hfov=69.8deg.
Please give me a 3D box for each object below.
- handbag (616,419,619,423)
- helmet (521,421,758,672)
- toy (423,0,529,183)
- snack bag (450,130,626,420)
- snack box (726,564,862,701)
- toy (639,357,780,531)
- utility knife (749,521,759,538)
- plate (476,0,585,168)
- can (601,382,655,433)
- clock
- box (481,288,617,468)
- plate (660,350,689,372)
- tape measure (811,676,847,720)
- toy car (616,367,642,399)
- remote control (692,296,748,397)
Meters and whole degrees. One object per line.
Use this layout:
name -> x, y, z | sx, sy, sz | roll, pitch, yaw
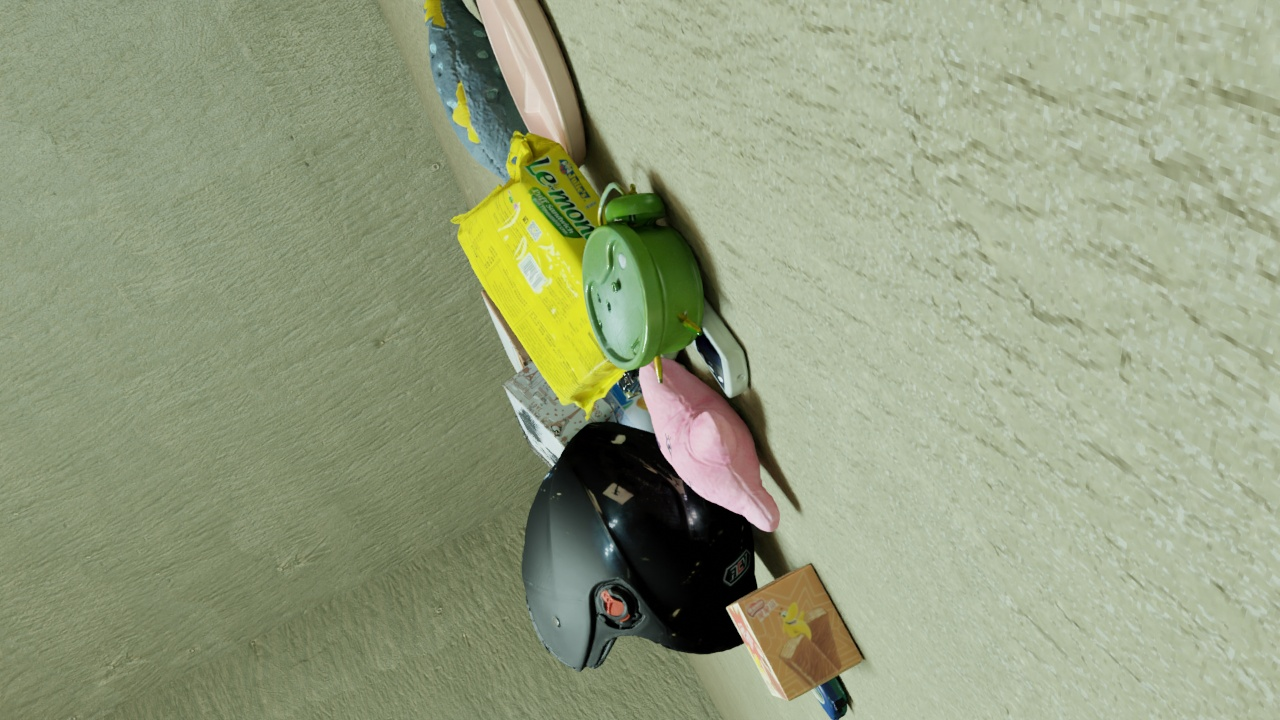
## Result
handbag -> 0.008, 0.105, 1.210 | 0.131, 0.068, 0.120 | 62, 171, 8
helmet -> 0.005, 0.195, 0.989 | 0.275, 0.232, 0.230 | 18, 113, 29
toy -> -0.188, -0.313, 1.095 | 0.138, 0.091, 0.356 | -97, -16, -81
snack bag -> -0.078, -0.078, 0.870 | 0.246, 0.068, 0.158 | 55, 133, 5
snack box -> 0.138, 0.250, 0.844 | 0.094, 0.077, 0.093 | 62, 171, 15
toy -> 0.048, 0.060, 0.824 | 0.178, 0.074, 0.194 | 58, 173, -18
utility knife -> 0.086, 0.100, 0.927 | 0.193, 0.013, 0.029 | 66, 172, -16
plate -> -0.107, -0.288, 0.896 | 0.229, 0.028, 0.230 | 62, 171, 17
can -> 0.010, 0.079, 1.120 | 0.134, 0.053, 0.053 | 52, 169, 13
clock -> -0.004, -0.069, 0.739 | 0.161, 0.056, 0.116 | 68, 153, 18
box -> -0.132, 0.042, 1.192 | 0.262, 0.088, 0.178 | 43, 162, 27
plate -> 0.007, -0.016, 1.007 | 0.230, 0.027, 0.230 | 62, 172, 15
tape measure -> 0.192, 0.337, 0.948 | 0.058, 0.025, 0.054 | 52, 164, 38
toy car -> -0.006, 0.006, 0.941 | 0.049, 0.031, 0.106 | 64, 160, 10
remote control -> 0.044, -0.036, 0.760 | 0.150, 0.021, 0.058 | 58, 170, 36
